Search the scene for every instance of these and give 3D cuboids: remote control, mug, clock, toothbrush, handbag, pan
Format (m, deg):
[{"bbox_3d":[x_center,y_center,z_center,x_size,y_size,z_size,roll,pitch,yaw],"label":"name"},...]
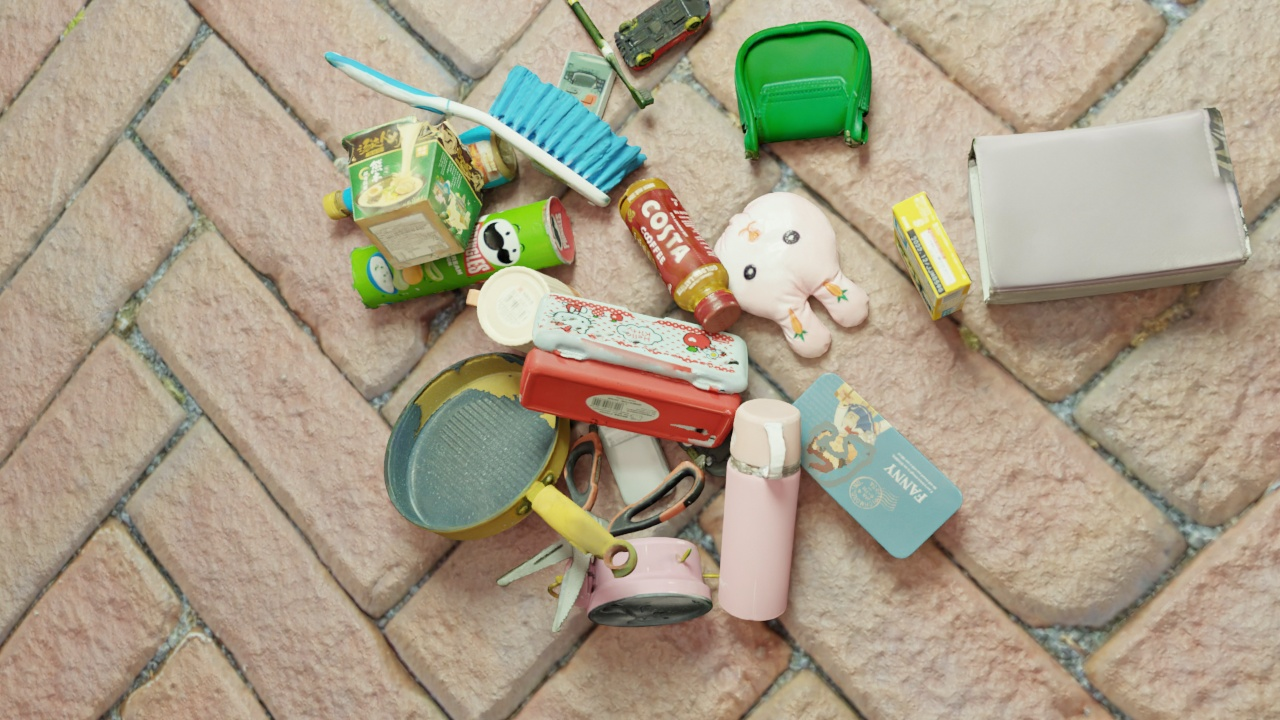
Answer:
[{"bbox_3d":[-0.012,0.079,0.930,0.056,0.020,0.136,-25,79,13],"label":"remote control"},{"bbox_3d":[-0.121,-0.051,0.928,0.115,0.106,0.081,16,89,16],"label":"mug"},{"bbox_3d":[-0.011,0.214,0.870,0.159,0.117,0.059,-14,60,15],"label":"clock"},{"bbox_3d":[-0.036,-0.331,0.962,0.017,0.012,0.185,-25,66,-15],"label":"toothbrush"},{"bbox_3d":[0.157,-0.259,0.887,0.131,0.068,0.120,-4,85,16],"label":"handbag"},{"bbox_3d":[0.393,-0.131,0.794,0.197,0.098,0.145,-5,85,16],"label":"handbag"},{"bbox_3d":[-0.116,0.108,0.858,0.358,0.078,0.197,31,76,37],"label":"pan"},{"bbox_3d":[-0.070,-0.259,0.977,0.056,0.019,0.135,20,90,16],"label":"remote control"}]

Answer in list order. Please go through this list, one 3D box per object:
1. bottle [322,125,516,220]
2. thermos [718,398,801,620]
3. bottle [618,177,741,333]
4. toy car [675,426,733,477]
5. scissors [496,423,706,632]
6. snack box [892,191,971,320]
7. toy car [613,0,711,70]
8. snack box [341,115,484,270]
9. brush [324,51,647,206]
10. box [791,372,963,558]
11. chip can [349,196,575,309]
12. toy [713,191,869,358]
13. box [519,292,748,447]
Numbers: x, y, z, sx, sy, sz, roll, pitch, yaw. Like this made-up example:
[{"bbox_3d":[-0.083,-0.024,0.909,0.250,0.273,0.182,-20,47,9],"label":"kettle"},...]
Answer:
[{"bbox_3d":[-0.244,-0.197,0.997,0.219,0.065,0.065,-14,81,15],"label":"bottle"},{"bbox_3d":[0.109,0.138,0.822,0.067,0.087,0.199,2,111,-4],"label":"thermos"},{"bbox_3d":[0.039,-0.102,0.886,0.057,0.057,0.174,-36,58,10],"label":"bottle"},{"bbox_3d":[0.047,0.047,0.903,0.070,0.042,0.158,-44,87,4],"label":"toy car"},{"bbox_3d":[-0.036,0.147,0.851,0.189,0.015,0.222,-5,51,21],"label":"scissors"},{"bbox_3d":[0.254,-0.088,0.807,0.034,0.140,0.087,-25,78,11],"label":"snack box"},{"bbox_3d":[0.025,-0.346,0.951,0.106,0.031,0.049,-32,79,18],"label":"toy car"},{"bbox_3d":[-0.225,-0.158,0.905,0.118,0.118,0.105,-13,52,14],"label":"snack box"},{"bbox_3d":[-0.149,-0.251,0.915,0.314,0.060,0.109,33,94,-12],"label":"brush"},{"bbox_3d":[0.211,0.099,0.845,0.184,0.061,0.090,43,98,17],"label":"box"},{"bbox_3d":[-0.190,-0.112,0.971,0.236,0.072,0.072,-11,82,15],"label":"chip can"},{"bbox_3d":[0.146,-0.084,0.886,0.121,0.054,0.159,-42,84,9],"label":"toy"},{"bbox_3d":[-0.004,0.003,0.853,0.201,0.095,0.101,13,53,-7],"label":"box"}]
